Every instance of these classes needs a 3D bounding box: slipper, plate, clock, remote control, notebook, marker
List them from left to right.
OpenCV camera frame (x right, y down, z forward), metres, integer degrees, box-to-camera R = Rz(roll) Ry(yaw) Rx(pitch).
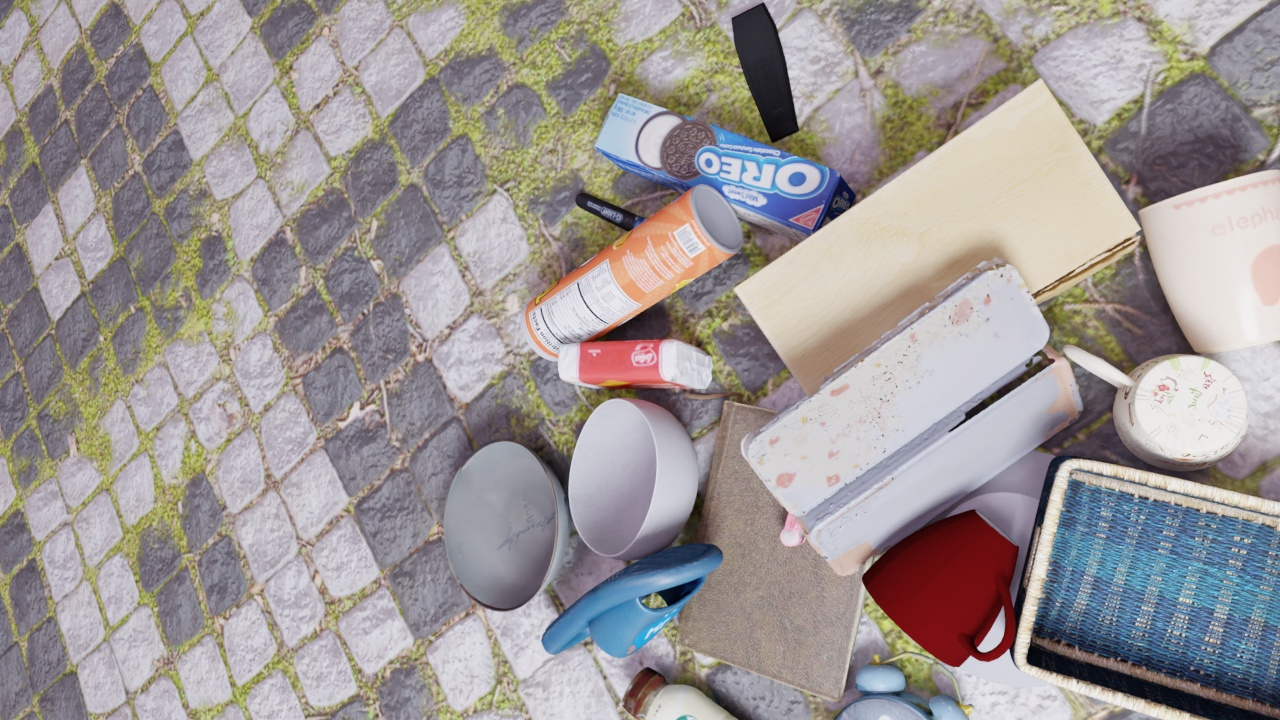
[{"bbox_3d":[-0.013,-0.129,0.846,0.123,0.015,0.018,28,98,28],"label":"marker"},{"bbox_3d":[-0.005,0.200,0.739,0.214,0.103,0.059,-43,71,45],"label":"slipper"},{"bbox_3d":[0.098,0.142,0.747,0.190,0.034,0.215,13,90,29],"label":"notebook"},{"bbox_3d":[0.109,-0.252,0.800,0.039,0.010,0.124,-19,76,24],"label":"remote control"},{"bbox_3d":[0.190,0.276,0.675,0.089,0.051,0.124,23,94,29],"label":"clock"},{"bbox_3d":[0.267,0.150,0.667,0.173,0.019,0.172,-3,83,27],"label":"plate"}]

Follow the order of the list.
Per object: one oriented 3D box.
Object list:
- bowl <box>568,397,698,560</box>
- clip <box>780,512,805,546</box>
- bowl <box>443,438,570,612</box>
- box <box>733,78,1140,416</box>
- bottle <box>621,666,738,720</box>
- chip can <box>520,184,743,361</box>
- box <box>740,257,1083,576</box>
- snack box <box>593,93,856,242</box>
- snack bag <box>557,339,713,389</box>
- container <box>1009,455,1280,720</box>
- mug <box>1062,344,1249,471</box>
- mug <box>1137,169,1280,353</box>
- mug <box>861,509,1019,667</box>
[{"bbox_3d":[0.001,0.100,0.773,0.132,0.064,0.131,-20,65,51],"label":"bowl"},{"bbox_3d":[0.125,0.115,0.707,0.022,0.038,0.059,19,91,25],"label":"clip"},{"bbox_3d":[-0.110,0.148,0.836,0.151,0.056,0.150,-6,80,38],"label":"bowl"},{"bbox_3d":[0.209,-0.071,0.666,0.249,0.122,0.140,-33,66,20],"label":"box"},{"bbox_3d":[0.059,0.308,0.735,0.162,0.056,0.056,29,97,27],"label":"bottle"},{"bbox_3d":[-0.013,-0.070,0.785,0.211,0.062,0.062,-30,71,36],"label":"chip can"},{"bbox_3d":[0.188,0.042,0.633,0.216,0.154,0.058,-35,34,5],"label":"box"},{"bbox_3d":[0.067,-0.163,0.785,0.226,0.059,0.059,29,93,27],"label":"snack box"},{"bbox_3d":[-0.005,0.005,0.791,0.116,0.077,0.036,-1,81,27],"label":"snack bag"},{"bbox_3d":[0.346,0.150,0.584,0.187,0.071,0.145,13,90,18],"label":"container"},{"bbox_3d":[0.337,0.020,0.603,0.122,0.097,0.081,36,101,26],"label":"mug"},{"bbox_3d":[0.397,-0.065,0.599,0.111,0.085,0.104,-13,87,-4],"label":"mug"},{"bbox_3d":[0.219,0.153,0.622,0.088,0.087,0.114,-51,25,10],"label":"mug"}]
